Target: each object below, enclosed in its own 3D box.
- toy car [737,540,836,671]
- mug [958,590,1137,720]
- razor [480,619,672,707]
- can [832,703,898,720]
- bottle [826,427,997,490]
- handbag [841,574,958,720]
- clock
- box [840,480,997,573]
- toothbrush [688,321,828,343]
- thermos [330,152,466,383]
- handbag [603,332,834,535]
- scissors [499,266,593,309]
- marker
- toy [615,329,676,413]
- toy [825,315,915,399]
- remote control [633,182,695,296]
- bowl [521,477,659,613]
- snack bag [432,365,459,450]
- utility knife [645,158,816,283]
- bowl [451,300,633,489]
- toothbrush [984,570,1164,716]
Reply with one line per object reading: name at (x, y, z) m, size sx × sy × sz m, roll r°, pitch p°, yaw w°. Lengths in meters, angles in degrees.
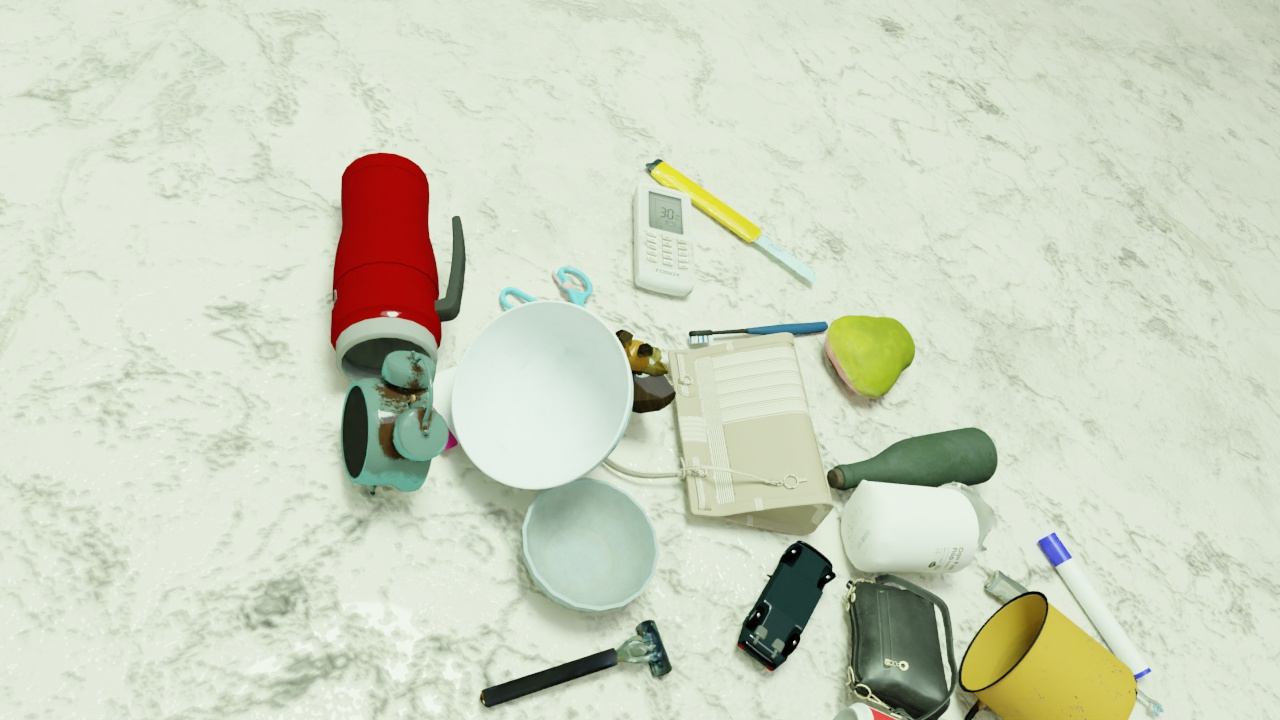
toy car at (0.117, 0.194, 0.735) m, size 0.046 × 0.034 × 0.111 m, roll 37°, pitch 51°, yaw 6°
mug at (0.320, 0.265, 0.739) m, size 0.094 × 0.100 × 0.124 m, roll 39°, pitch 91°, yaw 5°
razor at (-0.044, 0.220, 0.654) m, size 0.144 × 0.022 × 0.042 m, roll -8°, pitch 58°, yaw -28°
can at (0.202, 0.306, 0.666) m, size 0.132 × 0.070 × 0.070 m, roll 25°, pitch 50°, yaw -4°
bottle at (0.248, 0.098, 0.850) m, size 0.174 × 0.055 × 0.055 m, roll -5°, pitch 58°, yaw -25°
handbag at (0.201, 0.225, 0.730) m, size 0.079 × 0.054 × 0.128 m, roll 16°, pitch 39°, yaw -4°
clock at (-0.176, 0.044, 0.660) m, size 0.053 × 0.125 × 0.090 m, roll 2°, pitch 55°, yaw -33°
box at (0.246, 0.143, 0.802) m, size 0.143 × 0.080 × 0.089 m, roll 8°, pitch 35°, yaw -19°
toothbrush at (0.120, -0.028, 0.912) m, size 0.167 × 0.014 × 0.014 m, roll -4°, pitch 92°, yaw -29°
thermos at (-0.199, -0.079, 0.760) m, size 0.108 × 0.084 × 0.198 m, roll -10°, pitch 55°, yaw -3°
handbag at (0.051, 0.060, 0.804) m, size 0.197 × 0.062 × 0.175 m, roll 2°, pitch 55°, yaw -12°
scissors at (-0.073, -0.042, 0.823) m, size 0.111 × 0.015 × 0.140 m, roll -5°, pitch 39°, yaw -21°
marker at (0.421, 0.226, 0.853) m, size 0.020 × 0.020 × 0.141 m, roll -13°, pitch 62°, yaw -30°
toy at (-0.005, 0.004, 0.752) m, size 0.076 × 0.100 × 0.062 m, roll 31°, pitch 64°, yaw 22°
toy at (0.236, -0.008, 0.925) m, size 0.109 × 0.051 × 0.090 m, roll -14°, pitch 65°, yaw -34°
remote control at (0.023, -0.124, 0.933) m, size 0.060 × 0.026 × 0.138 m, roll 11°, pitch 52°, yaw -16°
bowl at (-0.042, 0.145, 0.699) m, size 0.106 × 0.039 × 0.106 m, roll 12°, pitch 52°, yaw -15°
snack bag at (-0.100, 0.014, 0.785) m, size 0.196 × 0.016 × 0.070 m, roll -24°, pitch 64°, yaw -35°
utility knife at (0.099, -0.152, 0.992) m, size 0.224 × 0.019 × 0.030 m, roll 35°, pitch 55°, yaw 10°
bowl at (-0.066, 0.032, 0.718) m, size 0.144 × 0.074 × 0.143 m, roll -4°, pitch 76°, yaw 16°
toothbrush at (0.390, 0.253, 0.820) m, size 0.185 × 0.022 × 0.024 m, roll 38°, pitch 53°, yaw 5°
